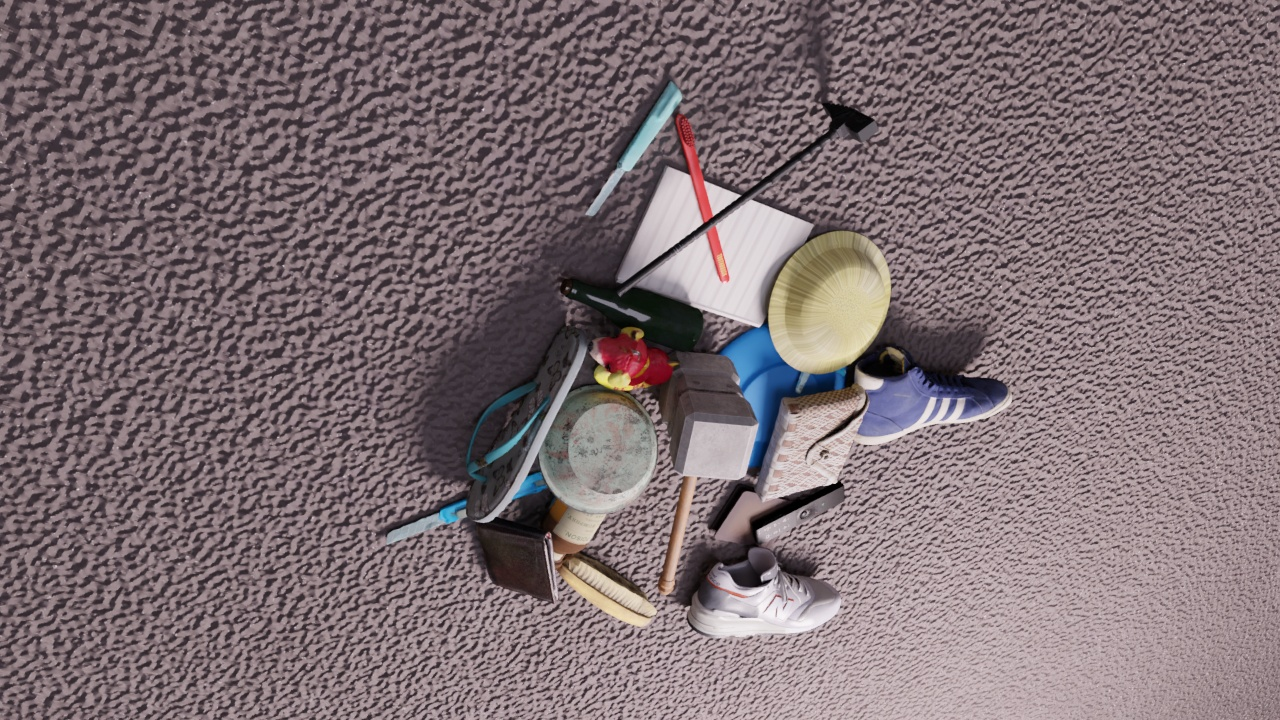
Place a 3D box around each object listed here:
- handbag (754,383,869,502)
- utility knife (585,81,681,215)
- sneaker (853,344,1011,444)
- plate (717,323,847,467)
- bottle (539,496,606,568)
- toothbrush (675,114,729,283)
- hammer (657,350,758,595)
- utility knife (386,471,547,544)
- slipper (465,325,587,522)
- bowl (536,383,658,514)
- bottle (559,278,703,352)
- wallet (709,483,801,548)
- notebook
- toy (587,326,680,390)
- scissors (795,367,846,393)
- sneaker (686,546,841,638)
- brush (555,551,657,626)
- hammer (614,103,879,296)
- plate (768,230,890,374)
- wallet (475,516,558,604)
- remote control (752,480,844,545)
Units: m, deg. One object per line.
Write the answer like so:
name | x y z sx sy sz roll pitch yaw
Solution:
handbag | 0.228 0.114 1.221 0.124 0.047 0.186 -9 135 -19
utility knife | -0.008 -0.221 0.978 0.022 0.015 0.166 29 103 -31
sneaker | 0.388 0.023 1.238 0.233 0.091 0.118 -14 121 -4
plate | 0.177 0.052 1.205 0.224 0.024 0.225 -10 122 -16
bottle | -0.088 0.202 1.163 0.067 0.068 0.157 21 109 -30
toothbrush | 0.073 -0.174 1.026 0.012 0.018 0.213 -25 124 -8
hammer | 0.057 0.165 1.133 0.083 0.162 0.318 6 117 -10
utility knife | -0.209 0.183 1.137 0.221 0.015 0.031 -20 119 -8
slipper | -0.145 0.076 1.049 0.054 0.098 0.269 23 107 -32
bowl | -0.043 0.105 1.094 0.157 0.039 0.157 2 85 -24
bottle | -0.012 -0.059 1.049 0.174 0.055 0.055 18 111 -28
wallet | 0.165 0.224 1.308 0.115 0.018 0.092 19 110 -33
notebook | 0.088 -0.128 1.076 0.209 0.009 0.143 15 111 -28
toy | -0.006 0.006 1.056 0.105 0.067 0.137 -7 164 7
scissors | 0.222 -0.022 1.171 0.139 0.011 0.134 23 95 -29
sneaker | 0.189 0.330 1.332 0.239 0.088 0.124 -5 124 -15
brush | -0.044 0.312 1.250 0.043 0.059 0.195 -49 126 -1
hammer | 0.103 -0.174 1.004 0.325 0.095 0.015 -36 125 2
plate | 0.247 -0.065 1.136 0.184 0.036 0.184 -9 112 -23
wallet | -0.152 0.249 1.156 0.099 0.031 0.120 11 126 23
remote control | 0.229 0.219 1.318 0.150 0.013 0.034 -24 130 -15
